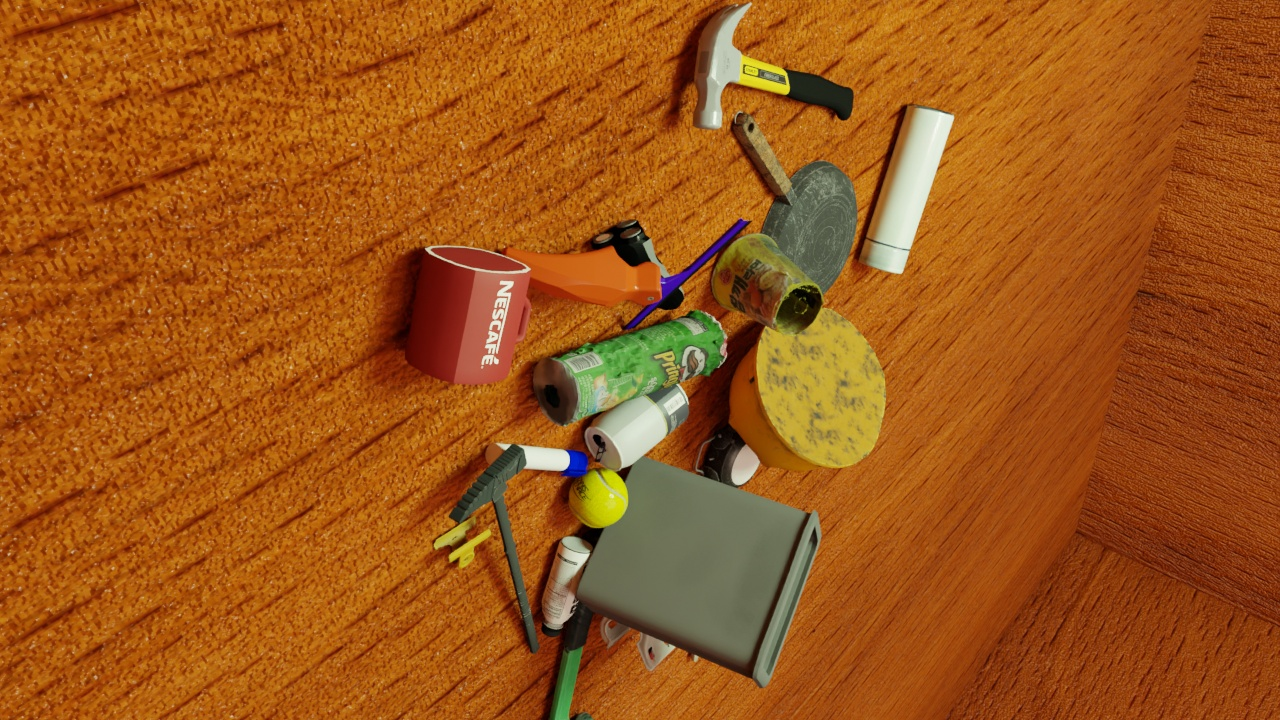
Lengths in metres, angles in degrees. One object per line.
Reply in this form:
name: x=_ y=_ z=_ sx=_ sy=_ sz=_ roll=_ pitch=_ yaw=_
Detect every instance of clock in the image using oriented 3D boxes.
clock: x=0.127 y=0.130 z=1.234 sx=0.122 sy=0.044 sz=0.091 roll=-4 pitch=114 yaw=-50

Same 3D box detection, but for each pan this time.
pan: x=0.191 y=-0.188 z=1.131 sx=0.207 sy=0.040 sz=0.357 roll=-58 pitch=145 yaw=-8

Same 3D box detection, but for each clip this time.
clip: x=-0.005 y=0.304 z=1.154 sx=0.150 sy=0.110 sz=0.126 roll=65 pitch=22 yaw=5
clip: x=-0.175 y=0.187 z=0.916 sx=0.054 sy=0.046 sz=0.048 roll=-31 pitch=108 yaw=-38

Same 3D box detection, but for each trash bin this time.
trash bin: x=0.068 y=0.233 z=1.041 sx=0.191 sy=0.220 sz=0.098 roll=-65 pitch=157 yaw=-20

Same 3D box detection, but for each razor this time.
razor: x=0.006 y=-0.091 z=0.952 sx=0.156 sy=0.057 sz=0.060 roll=53 pitch=37 yaw=-50

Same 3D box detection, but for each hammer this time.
hammer: x=0.159 y=-0.308 z=1.015 sx=0.322 sy=0.029 sz=0.127 roll=-10 pitch=107 yaw=-52
hammer: x=-0.136 y=0.227 z=0.968 sx=0.094 sy=0.015 sz=0.326 roll=-46 pitch=147 yaw=-35
hammer: x=-0.082 y=0.351 z=1.126 sx=0.130 sy=0.032 sz=0.319 roll=-7 pitch=116 yaw=-48

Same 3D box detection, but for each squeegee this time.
squeegee: x=-0.039 y=-0.078 z=0.854 sx=0.184 sy=0.250 sz=0.055 roll=10 pitch=66 yaw=-22

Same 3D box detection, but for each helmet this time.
helmet: x=0.195 y=0.054 z=1.188 sx=0.132 sy=0.205 sz=0.254 roll=-37 pitch=-178 yaw=44

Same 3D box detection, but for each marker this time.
marker: x=-0.105 y=0.103 z=0.951 sx=0.133 sy=0.023 sz=0.027 roll=14 pitch=58 yaw=-53

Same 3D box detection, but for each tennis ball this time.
tennis ball: x=-0.047 y=0.152 z=1.018 sx=0.065 sy=0.065 sz=0.065 roll=-28 pitch=131 yaw=-38

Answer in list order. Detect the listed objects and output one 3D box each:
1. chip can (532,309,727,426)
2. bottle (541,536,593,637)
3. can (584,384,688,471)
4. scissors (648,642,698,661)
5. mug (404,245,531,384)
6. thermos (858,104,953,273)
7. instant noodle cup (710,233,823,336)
chip can: x=-0.007 y=0.005 z=0.964 sx=0.222 sy=0.075 sz=0.075 roll=-19 pitch=125 yaw=-40
bottle: x=-0.088 y=0.263 z=1.055 sx=0.041 sy=0.041 sz=0.116 roll=2 pitch=109 yaw=-51
can: x=-0.007 y=0.071 z=1.020 sx=0.127 sy=0.064 sz=0.064 roll=-36 pitch=136 yaw=-32
scissors: x=0.079 y=0.378 z=1.351 sx=0.198 sy=0.015 sz=0.179 roll=-44 pitch=138 yaw=-26
mug: x=-0.136 y=-0.041 z=0.784 sx=0.116 sy=0.080 sz=0.097 roll=-9 pitch=118 yaw=-55
thermos: x=0.373 y=-0.239 z=1.295 sx=0.067 sy=0.068 sz=0.230 roll=-5 pitch=115 yaw=-49
instant noodle cup: x=0.151 y=-0.081 z=1.067 sx=0.102 sy=0.108 sz=0.102 roll=-17 pitch=127 yaw=-24
